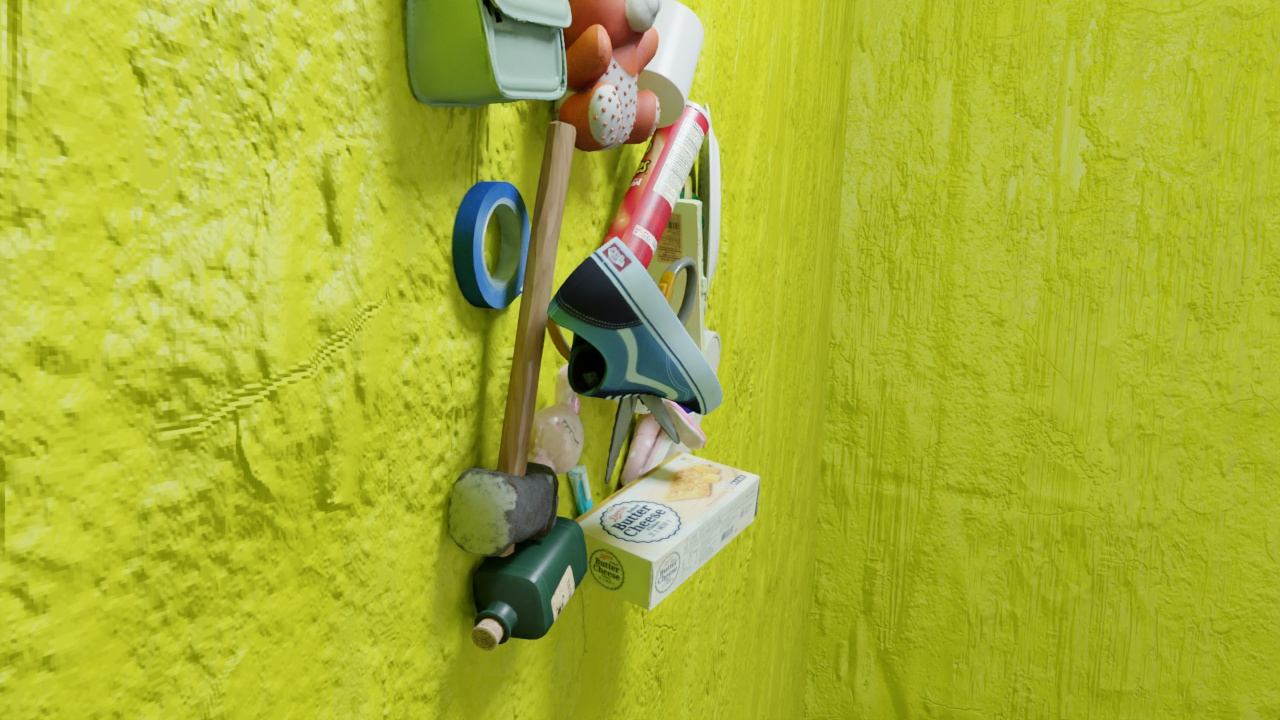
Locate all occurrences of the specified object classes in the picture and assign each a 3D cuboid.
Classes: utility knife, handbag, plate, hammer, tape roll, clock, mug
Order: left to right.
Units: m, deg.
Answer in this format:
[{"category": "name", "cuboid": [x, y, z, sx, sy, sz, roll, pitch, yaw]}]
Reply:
[{"category": "tape roll", "cuboid": [-0.109, -0.086, 0.681, 0.091, 0.016, 0.093, -42, 134, -64]}, {"category": "handbag", "cuboid": [-0.097, -0.223, 0.607, 0.121, 0.067, 0.106, -37, 128, -66]}, {"category": "hammer", "cuboid": [-0.083, -0.016, 0.691, 0.098, 0.052, 0.328, 5, 93, -73]}, {"category": "utility knife", "cuboid": [-0.052, 0.171, 0.922, 0.022, 0.015, 0.162, -45, 138, -44]}, {"category": "mug", "cuboid": [0.011, -0.286, 0.921, 0.112, 0.078, 0.096, 120, -14, -62]}, {"category": "clock", "cuboid": [0.050, -0.152, 1.083, 0.099, 0.043, 0.130, -89, -177, -64]}, {"category": "plate", "cuboid": [0.084, -0.187, 1.119, 0.242, 0.016, 0.242, 43, 47, -90]}]

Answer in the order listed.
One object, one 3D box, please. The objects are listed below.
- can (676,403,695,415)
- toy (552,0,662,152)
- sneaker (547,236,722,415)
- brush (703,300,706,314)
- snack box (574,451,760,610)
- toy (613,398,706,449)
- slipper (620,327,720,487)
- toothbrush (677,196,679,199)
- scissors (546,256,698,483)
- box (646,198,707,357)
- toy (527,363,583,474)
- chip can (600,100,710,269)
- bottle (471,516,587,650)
[{"category": "can", "cuboid": [0.039, 0.014, 1.006, 0.032, 0.032, 0.095, -40, 118, -65]}, {"category": "toy", "cuboid": [-0.026, -0.265, 0.771, 0.163, 0.093, 0.172, -39, 130, -63]}, {"category": "sneaker", "cuboid": [-0.010, -0.003, 0.744, 0.098, 0.083, 0.241, -39, 147, 0]}, {"category": "brush", "cuboid": [0.056, -0.059, 1.093, 0.151, 0.012, 0.039, 175, -77, -79]}, {"category": "snack box", "cuboid": [0.026, 0.164, 0.929, 0.207, 0.104, 0.057, -26, 124, -51]}, {"category": "toy", "cuboid": [-0.005, 0.005, 0.910, 0.159, 0.084, 0.194, 60, 6, 30]}, {"category": "slipper", "cuboid": [0.028, 0.081, 1.073, 0.114, 0.054, 0.273, 71, 39, -59]}, {"category": "toothbrush", "cuboid": [0.035, -0.239, 1.039, 0.022, 0.016, 0.155, 65, 21, -76]}, {"category": "scissors", "cuboid": [-0.010, -0.005, 0.809, 0.229, 0.016, 0.225, 32, 73, -48]}, {"category": "box", "cuboid": [0.023, -0.096, 1.014, 0.066, 0.127, 0.188, -16, 120, -22]}, {"category": "toy", "cuboid": [-0.070, 0.059, 0.790, 0.064, 0.047, 0.109, 84, 16, -54]}, {"category": "chip can", "cuboid": [0.010, -0.162, 0.917, 0.214, 0.052, 0.052, -67, 156, -21]}, {"category": "bottle", "cuboid": [-0.093, 0.180, 0.724, 0.131, 0.061, 0.061, -48, 137, -61]}]
